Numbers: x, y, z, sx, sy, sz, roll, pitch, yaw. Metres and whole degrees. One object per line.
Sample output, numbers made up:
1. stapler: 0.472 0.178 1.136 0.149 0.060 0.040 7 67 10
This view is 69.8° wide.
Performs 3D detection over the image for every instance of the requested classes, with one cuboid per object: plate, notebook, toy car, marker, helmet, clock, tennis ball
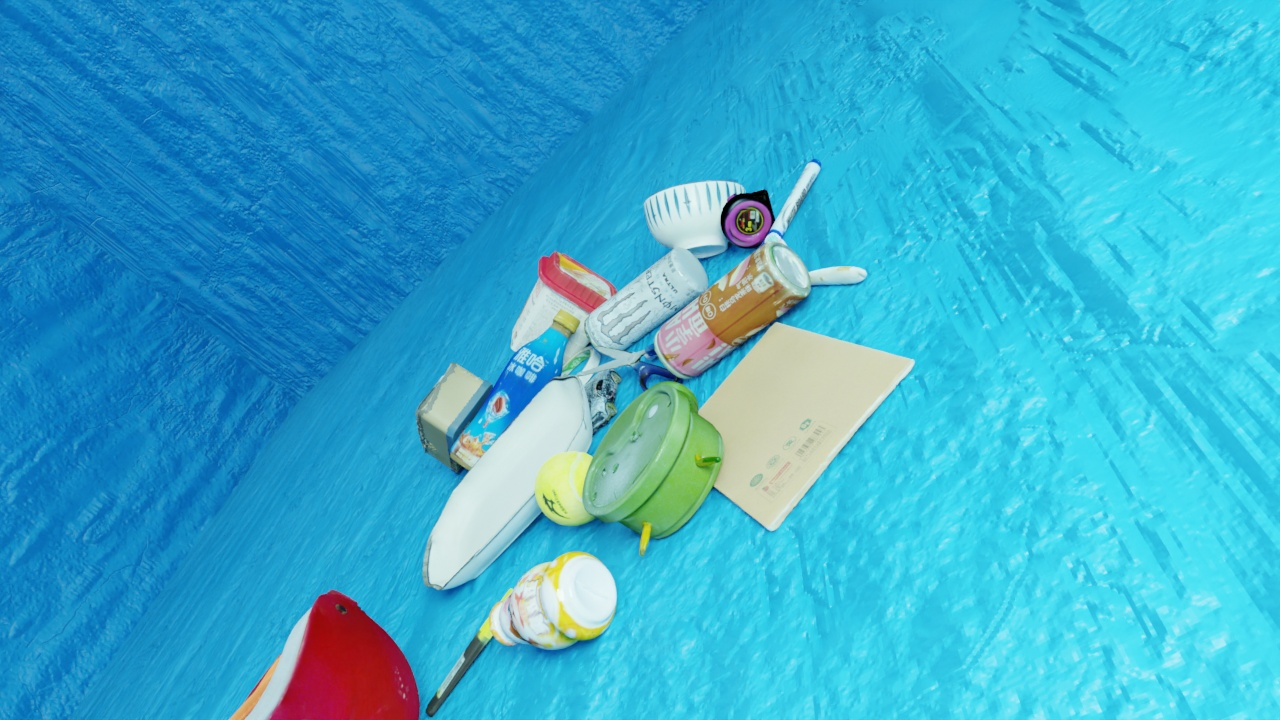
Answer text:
1. plate: -0.130 0.128 0.929 0.266 0.034 0.161 -47 25 17
2. notebook: 0.101 0.039 0.692 0.147 0.008 0.208 -49 19 -5
3. toy car: -0.049 0.042 0.973 0.049 0.031 0.105 -38 20 22
4. marker: -0.143 0.250 0.785 0.124 0.015 0.018 -54 19 -11
5. helmet: -0.265 0.307 0.743 0.206 0.144 0.241 -55 6 -24
6. clock: 0.008 0.076 0.724 0.116 0.056 0.161 -51 20 9
7. marker: 0.158 -0.161 0.958 0.017 0.017 0.145 -20 32 53
8. tennis ball: -0.060 0.112 0.801 0.066 0.065 0.065 -41 20 18

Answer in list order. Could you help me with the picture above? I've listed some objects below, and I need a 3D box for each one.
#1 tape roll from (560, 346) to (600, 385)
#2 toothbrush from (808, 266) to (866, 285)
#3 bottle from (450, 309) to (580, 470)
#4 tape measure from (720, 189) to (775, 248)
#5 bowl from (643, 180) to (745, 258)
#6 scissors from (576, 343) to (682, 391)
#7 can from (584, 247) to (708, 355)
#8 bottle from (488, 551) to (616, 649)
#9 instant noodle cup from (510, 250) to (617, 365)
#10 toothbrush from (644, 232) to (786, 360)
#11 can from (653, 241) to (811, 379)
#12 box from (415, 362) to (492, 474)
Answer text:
1. tape roll: -0.083 0.019 1.118 0.086 0.014 0.085 -41 20 18
2. toothbrush: 0.144 -0.075 0.818 0.018 0.016 0.191 -43 17 -15
3. bottle: -0.141 0.037 1.089 0.218 0.065 0.065 -57 20 -7
4. tape measure: 0.113 -0.148 0.967 0.058 0.057 0.039 -20 22 7
5. bowl: 0.065 -0.153 1.035 0.117 0.116 0.066 -17 78 55
6. scissors: 0.004 -0.005 0.937 0.161 0.012 0.163 -37 31 4
7. can: 0.005 -0.064 1.025 0.147 0.058 0.058 -35 22 31
8. bottle: -0.068 0.183 0.682 0.109 0.063 0.063 -31 24 39
9. instant noodle cup: -0.102 -0.058 1.181 0.124 0.116 0.116 -54 17 15
10. toothbrush: 0.073 -0.059 0.934 0.190 0.029 0.021 -41 -21 22
11. can: 0.079 -0.042 0.812 0.148 0.058 0.057 -38 20 35
12. box: -0.230 0.072 1.146 0.089 0.061 0.185 -56 -4 -22
